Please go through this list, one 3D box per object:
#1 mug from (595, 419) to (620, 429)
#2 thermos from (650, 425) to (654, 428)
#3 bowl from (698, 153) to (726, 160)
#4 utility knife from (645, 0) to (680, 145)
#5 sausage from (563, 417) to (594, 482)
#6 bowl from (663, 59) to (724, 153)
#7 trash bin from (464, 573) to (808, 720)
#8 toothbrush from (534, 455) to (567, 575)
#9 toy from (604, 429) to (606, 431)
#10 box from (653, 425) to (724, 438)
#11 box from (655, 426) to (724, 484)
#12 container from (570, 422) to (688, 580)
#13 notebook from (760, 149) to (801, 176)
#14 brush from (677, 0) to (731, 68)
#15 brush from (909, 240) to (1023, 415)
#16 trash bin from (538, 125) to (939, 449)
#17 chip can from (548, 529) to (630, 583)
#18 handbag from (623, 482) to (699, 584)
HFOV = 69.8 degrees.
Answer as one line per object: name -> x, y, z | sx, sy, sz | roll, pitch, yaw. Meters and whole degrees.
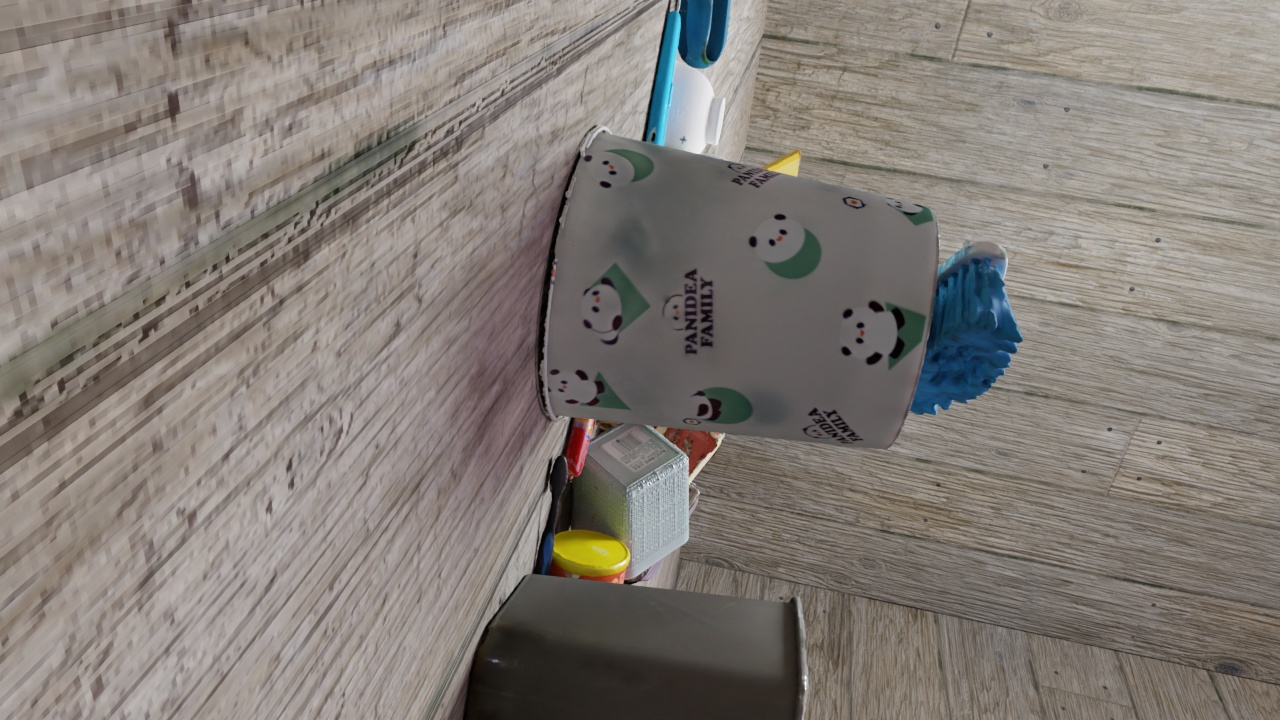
mug -> -0.005, 0.005, 0.887 | 0.125, 0.084, 0.103 | 143, -38, -63
thermos -> 0.021, 0.106, 1.242 | 0.224, 0.073, 0.073 | 75, 27, -74
bowl -> 0.046, -0.169, 0.957 | 0.117, 0.066, 0.116 | -50, -163, 21
utility knife -> 0.026, -0.289, 0.904 | 0.034, 0.018, 0.185 | -3, 102, -82
sausage -> -0.045, 0.033, 0.805 | 0.020, 0.020, 0.155 | 83, 19, -68
bowl -> 0.054, -0.260, 0.980 | 0.118, 0.065, 0.118 | 12, 88, -83
trash bin -> -0.003, 0.267, 0.668 | 0.198, 0.220, 0.199 | -41, 141, -80
toothbrush -> -0.080, 0.167, 0.752 | 0.016, 0.014, 0.189 | -139, -122, -70
toy -> -0.021, 0.060, 0.992 | 0.100, 0.031, 0.096 | 1, 100, -88
box -> 0.055, 0.057, 1.068 | 0.086, 0.047, 0.201 | -40, 143, -17
box -> 0.021, 0.133, 0.974 | 0.168, 0.077, 0.091 | -51, 169, -6
container -> -0.009, 0.124, 0.851 | 0.090, 0.090, 0.112 | -28, 138, -31
notebook -> 0.065, -0.117, 0.905 | 0.010, 0.206, 0.146 | 56, -14, 25
brush -> 0.065, -0.365, 0.939 | 0.144, 0.055, 0.073 | 94, 9, -45
brush -> 0.226, -0.003, 0.735 | 0.315, 0.060, 0.109 | 92, 6, -66
trash bin -> 0.075, -0.043, 0.697 | 0.229, 0.252, 0.229 | 12, 88, -84
chip can -> -0.059, 0.261, 0.812 | 0.073, 0.073, 0.217 | -56, 155, -73
handbag -> 0.005, 0.201, 1.137 | 0.197, 0.098, 0.145 | 69, 46, -79
